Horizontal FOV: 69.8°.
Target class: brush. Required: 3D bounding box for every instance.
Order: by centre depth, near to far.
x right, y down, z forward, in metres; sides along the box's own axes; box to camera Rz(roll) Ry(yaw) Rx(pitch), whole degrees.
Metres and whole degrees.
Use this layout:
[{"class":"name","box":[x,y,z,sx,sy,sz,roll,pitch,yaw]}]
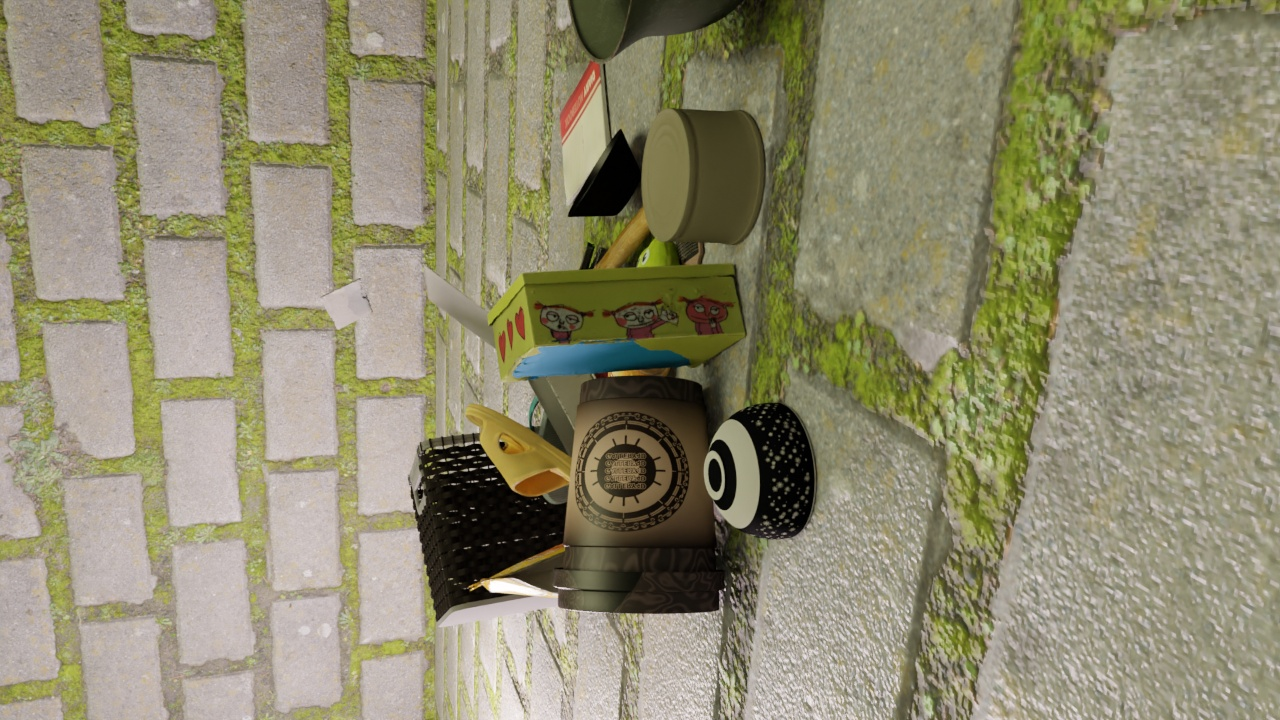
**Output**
[{"class":"brush","box":[0.052,-0.101,0.976,0.050,0.015,0.135,152,114,-67]}]

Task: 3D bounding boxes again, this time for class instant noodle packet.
[{"class":"instant noodle packet","box":[-0.086,0.252,1.097,0.163,0.221,0.084,140,122,-67]}]

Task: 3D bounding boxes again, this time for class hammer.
[{"class":"hammer","box":[-0.024,-0.138,1.130,0.331,0.033,0.132,139,146,-60]}]

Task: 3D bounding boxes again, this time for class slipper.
[{"class":"slipper","box":[-0.132,0.147,1.214,0.078,0.263,0.099,-59,-19,-10]},{"class":"slipper","box":[-0.115,0.078,1.345,0.055,0.098,0.268,-19,64,52]}]

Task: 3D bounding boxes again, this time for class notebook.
[{"class":"notebook","box":[-0.084,-0.333,1.335,0.209,0.012,0.153,150,116,-67]}]

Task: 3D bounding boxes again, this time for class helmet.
[{"class":"helmet","box":[0.036,-0.396,0.784,0.227,0.153,0.268,-124,32,-54]}]

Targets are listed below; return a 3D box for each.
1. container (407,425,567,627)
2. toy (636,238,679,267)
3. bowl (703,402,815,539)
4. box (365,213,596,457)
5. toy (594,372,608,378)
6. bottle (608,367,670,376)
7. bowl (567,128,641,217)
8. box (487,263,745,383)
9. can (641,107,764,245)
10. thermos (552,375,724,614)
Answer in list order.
[{"class":"container","box":[-0.212,0.259,1.420,0.248,0.245,0.243,129,131,-62]},{"class":"toy","box":[0.017,-0.078,1.024,0.092,0.043,0.117,148,128,-72]},{"class":"bowl","box":[0.094,0.098,0.804,0.120,0.066,0.120,177,90,-70]},{"class":"box","box":[-0.182,-0.043,1.224,0.418,0.108,0.166,48,164,2]},{"class":"toy","box":[-0.051,-0.003,1.196,0.091,0.045,0.135,57,156,-8]},{"class":"bottle","box":[-0.006,0.006,1.080,0.109,0.063,0.063,146,120,-68]},{"class":"bowl","box":[-0.035,-0.216,1.123,0.124,0.052,0.124,-55,13,19]},{"class":"box","box":[-0.025,-0.036,0.883,0.125,0.220,0.079,141,123,-62]},{"class":"can","box":[0.056,-0.174,0.872,0.128,0.073,0.128,177,90,-70]},{"class":"thermos","box":[0.000,0.137,0.942,0.173,0.172,0.226,151,121,-68]}]
